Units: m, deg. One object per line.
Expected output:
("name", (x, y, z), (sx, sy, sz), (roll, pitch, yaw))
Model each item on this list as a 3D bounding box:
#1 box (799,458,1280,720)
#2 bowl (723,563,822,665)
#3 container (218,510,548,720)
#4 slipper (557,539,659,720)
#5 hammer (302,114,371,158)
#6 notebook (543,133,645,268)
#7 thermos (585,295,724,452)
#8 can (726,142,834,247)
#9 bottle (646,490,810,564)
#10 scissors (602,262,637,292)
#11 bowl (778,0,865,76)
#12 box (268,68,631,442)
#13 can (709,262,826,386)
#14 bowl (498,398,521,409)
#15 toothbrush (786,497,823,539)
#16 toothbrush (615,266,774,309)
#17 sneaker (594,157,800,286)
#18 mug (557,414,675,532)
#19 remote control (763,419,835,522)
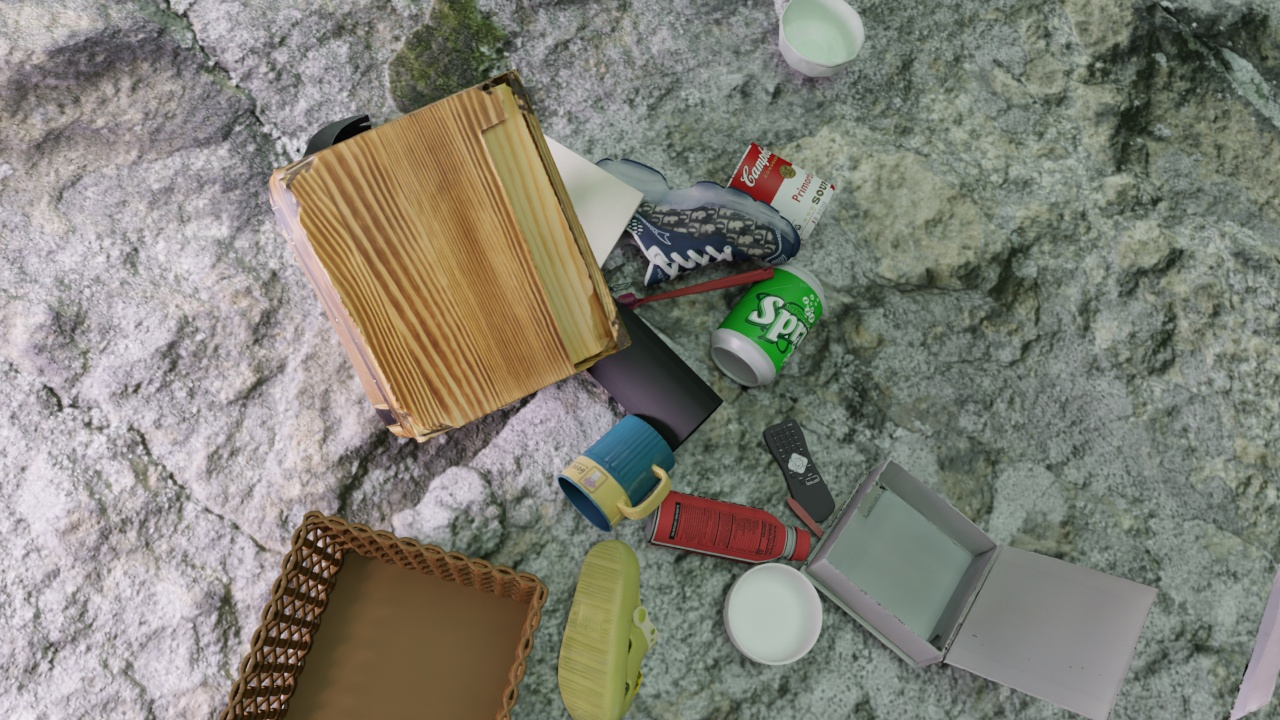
("box", (0.413, 0.283, 0.952), (0.479, 0.119, 0.166), (27, 57, 24))
("bowl", (0.138, 0.275, 0.991), (0.105, 0.054, 0.104), (3, 70, -10))
("container", (-0.228, 0.303, 0.839), (0.219, 0.214, 0.251), (17, 70, -3))
("slipper", (-0.028, 0.284, 0.957), (0.081, 0.092, 0.190), (18, 75, -45))
("hammer", (-0.250, -0.201, 1.104), (0.305, 0.040, 0.132), (16, 73, -4))
("notebook", (-0.121, -0.182, 1.067), (0.209, 0.012, 0.153), (32, 92, 5))
("thermos", (-0.006, 0.006, 1.042), (0.198, 0.086, 0.086), (45, 71, 7))
("can", (0.169, -0.205, 1.140), (0.116, 0.087, 0.086), (29, 70, 2))
("bottle", (0.098, 0.188, 1.009), (0.176, 0.062, 0.062), (12, 70, -5))
("scissors", (-0.091, -0.076, 1.096), (0.154, 0.013, 0.162), (26, 71, 0))
("bowl", (0.238, -0.430, 1.240), (0.117, 0.061, 0.117), (3, 71, -7))
("box", (-0.183, -0.094, 0.869), (0.244, 0.168, 0.279), (-26, 111, -13))
("can", (0.150, -0.043, 1.082), (0.088, 0.088, 0.139), (38, 70, 5))
("bowl", (-0.177, -0.007, 1.026), (0.150, 0.075, 0.150), (3, 70, -8))
("toothbrush", (0.229, 0.224, 1.037), (0.015, 0.016, 0.184), (-40, 83, -19))
("toothbrush", (0.062, -0.086, 1.080), (0.190, 0.016, 0.016), (-11, 51, 13))
("sneaker", (0.050, -0.142, 1.088), (0.269, 0.103, 0.132), (18, 82, 15))
("mug", (-0.015, 0.127, 0.991), (0.107, 0.083, 0.114), (-41, 39, -22))
("remote control", (0.187, 0.129, 1.070), (0.046, 0.009, 0.124), (-20, 75, -14))
